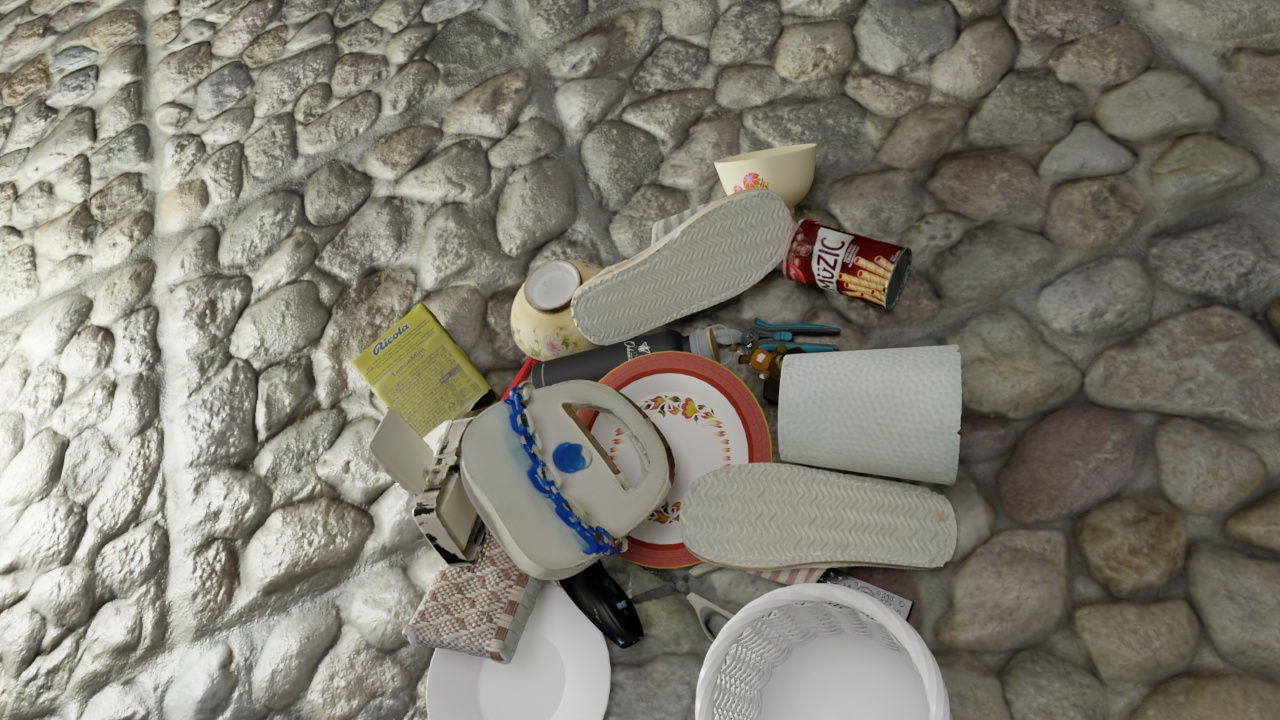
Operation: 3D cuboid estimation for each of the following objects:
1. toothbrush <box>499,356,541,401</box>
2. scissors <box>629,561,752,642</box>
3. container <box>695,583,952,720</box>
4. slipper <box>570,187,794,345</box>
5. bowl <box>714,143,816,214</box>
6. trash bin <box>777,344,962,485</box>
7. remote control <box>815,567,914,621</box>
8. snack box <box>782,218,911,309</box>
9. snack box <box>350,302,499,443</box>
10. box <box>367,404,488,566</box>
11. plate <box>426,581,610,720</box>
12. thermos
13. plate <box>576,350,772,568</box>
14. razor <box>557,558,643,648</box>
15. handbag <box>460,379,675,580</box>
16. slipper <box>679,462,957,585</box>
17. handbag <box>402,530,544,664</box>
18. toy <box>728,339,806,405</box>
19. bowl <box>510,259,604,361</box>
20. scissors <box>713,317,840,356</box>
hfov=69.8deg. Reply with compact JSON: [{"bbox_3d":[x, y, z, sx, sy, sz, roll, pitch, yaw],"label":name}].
[{"bbox_3d":[-0.169,0.067,1.100,0.018,0.012,0.212,26,77,29],"label":"toothbrush"},{"bbox_3d":[0.058,0.229,0.937,0.157,0.012,0.171,-43,58,-3],"label":"scissors"},{"bbox_3d":[0.160,0.298,0.763,0.189,0.187,0.189,-8,63,17],"label":"container"},{"bbox_3d":[0.046,-0.105,1.045,0.273,0.114,0.054,-29,17,9],"label":"slipper"},{"bbox_3d":[0.150,-0.204,1.068,0.118,0.117,0.074,-6,106,18],"label":"bowl"},{"bbox_3d":[0.219,0.049,0.882,0.161,0.133,0.133,2,66,15],"label":"trash bin"},{"bbox_3d":[0.193,0.220,0.892,0.140,0.009,0.030,19,74,27],"label":"remote control"},{"bbox_3d":[0.224,-0.105,1.000,0.121,0.072,0.072,22,75,27],"label":"snack box"},{"bbox_3d":[-0.265,0.027,1.139,0.121,0.045,0.181,-42,61,-4],"label":"snack box"},{"bbox_3d":[-0.234,0.112,0.967,0.099,0.184,0.143,-10,36,19],"label":"box"},{"bbox_3d":[-0.127,0.334,0.955,0.209,0.015,0.208,-8,63,17],"label":"plate"},{"bbox_3d":[-0.006,0.006,1.039,0.232,0.061,0.061,-14,62,14],"label":"thermos"},{"bbox_3d":[0.029,0.104,0.977,0.230,0.021,0.229,-4,78,20],"label":"plate"},{"bbox_3d":[-0.043,0.229,0.943,0.140,0.052,0.064,48,128,27],"label":"razor"},{"bbox_3d":[-0.067,0.106,0.923,0.199,0.093,0.200,-33,75,-21],"label":"handbag"},{"bbox_3d":[0.169,0.163,0.892,0.263,0.052,0.115,2,68,4],"label":"slipper"},{"bbox_3d":[-0.161,0.230,0.982,0.124,0.047,0.185,2,47,23],"label":"handbag"},{"bbox_3d":[0.141,0.008,0.979,0.100,0.063,0.076,32,61,12],"label":"toy"},{"bbox_3d":[-0.097,-0.074,1.103,0.145,0.063,0.145,-7,59,12],"label":"bowl"},{"bbox_3d":[0.147,-0.019,1.018,0.136,0.019,0.139,-34,60,2],"label":"scissors"}]
